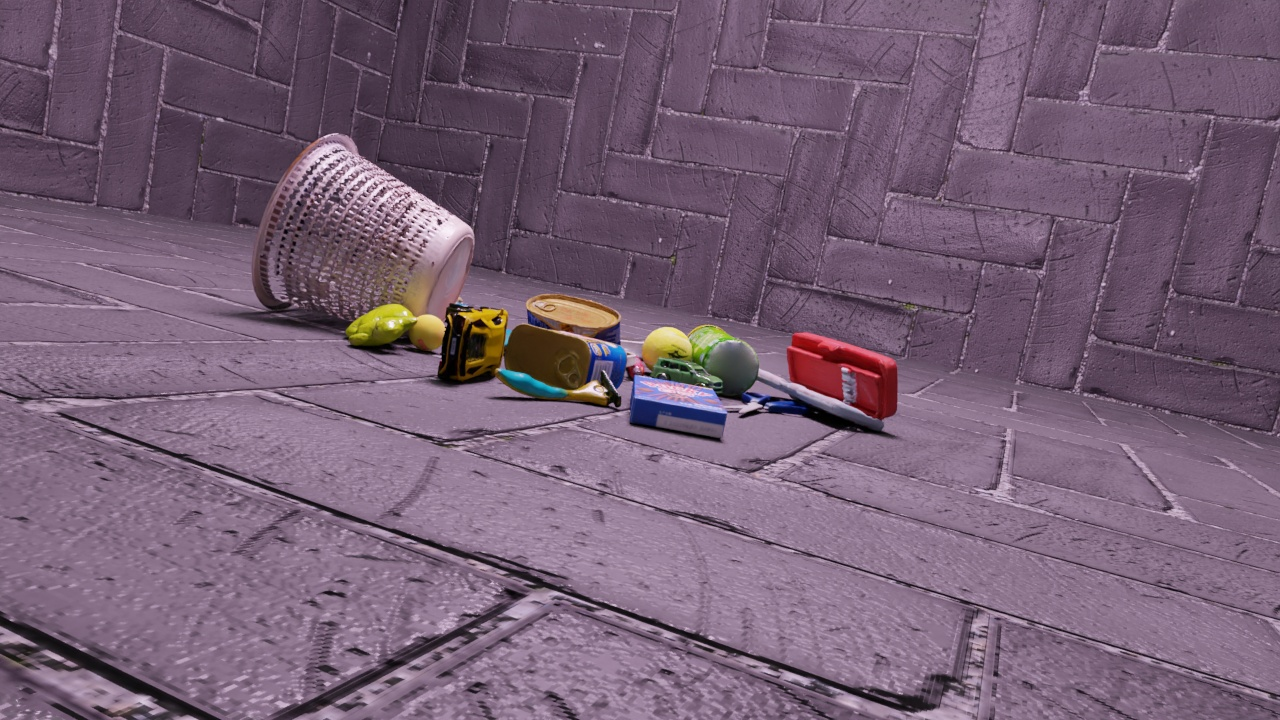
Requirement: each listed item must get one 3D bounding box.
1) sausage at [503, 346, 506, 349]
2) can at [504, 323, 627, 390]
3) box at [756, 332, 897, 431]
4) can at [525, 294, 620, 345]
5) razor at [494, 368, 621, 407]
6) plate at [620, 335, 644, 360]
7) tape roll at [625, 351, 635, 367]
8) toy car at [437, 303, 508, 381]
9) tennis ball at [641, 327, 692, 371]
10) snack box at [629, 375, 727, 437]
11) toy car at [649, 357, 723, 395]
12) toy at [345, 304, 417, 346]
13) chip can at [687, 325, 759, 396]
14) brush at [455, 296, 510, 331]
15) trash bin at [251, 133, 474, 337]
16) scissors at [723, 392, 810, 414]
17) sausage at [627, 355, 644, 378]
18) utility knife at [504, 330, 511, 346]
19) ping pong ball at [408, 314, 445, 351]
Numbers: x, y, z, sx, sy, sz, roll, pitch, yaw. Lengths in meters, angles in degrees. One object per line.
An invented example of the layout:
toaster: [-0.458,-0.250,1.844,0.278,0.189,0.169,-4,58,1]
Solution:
sausage: [-0.169,-0.024,1.157,0.165,0.021,0.021,8,7,-25]
can: [-0.076,-0.001,0.956,0.102,0.057,0.083,15,5,28]
box: [0.217,0.029,1.126,0.098,0.095,0.201,-10,15,-22]
can: [-0.094,-0.050,1.282,0.148,0.049,0.074,16,33,28]
razor: [-0.079,0.023,0.852,0.132,0.028,0.043,9,37,-38]
plate: [-0.051,-0.028,1.404,0.179,0.024,0.179,11,6,-1]
tape roll: [-0.049,0.000,1.108,0.086,0.014,0.085,-2,7,0]
toy car: [-0.158,-0.019,0.904,0.041,0.071,0.155,10,5,9]
tennis ball: [0.035,-0.011,1.199,0.065,0.065,0.065,11,6,-1]
snack box: [0.033,0.042,0.887,0.084,0.026,0.157,10,6,-2]
toy car: [0.056,0.021,1.097,0.091,0.036,0.043,18,8,28]
toy: [-0.277,-0.037,0.985,0.097,0.031,0.100,-13,19,13]
chip can: [0.104,-0.003,1.215,0.072,0.072,0.221,10,6,-5]
brush: [-0.249,-0.063,1.340,0.255,0.046,0.083,20,6,34]
trash bin: [-0.315,-0.129,1.098,0.192,0.227,0.227,24,7,2]
scissors: [0.144,0.054,1.049,0.141,0.012,0.171,10,7,-3]
sausage: [-0.007,0.007,1.173,0.020,0.020,0.156,10,6,-5]
utility knife: [-0.173,-0.025,1.103,0.029,0.013,0.164,28,21,20]
ping pong ball: [-0.235,-0.030,1.013,0.040,0.040,0.040,11,6,-1]
